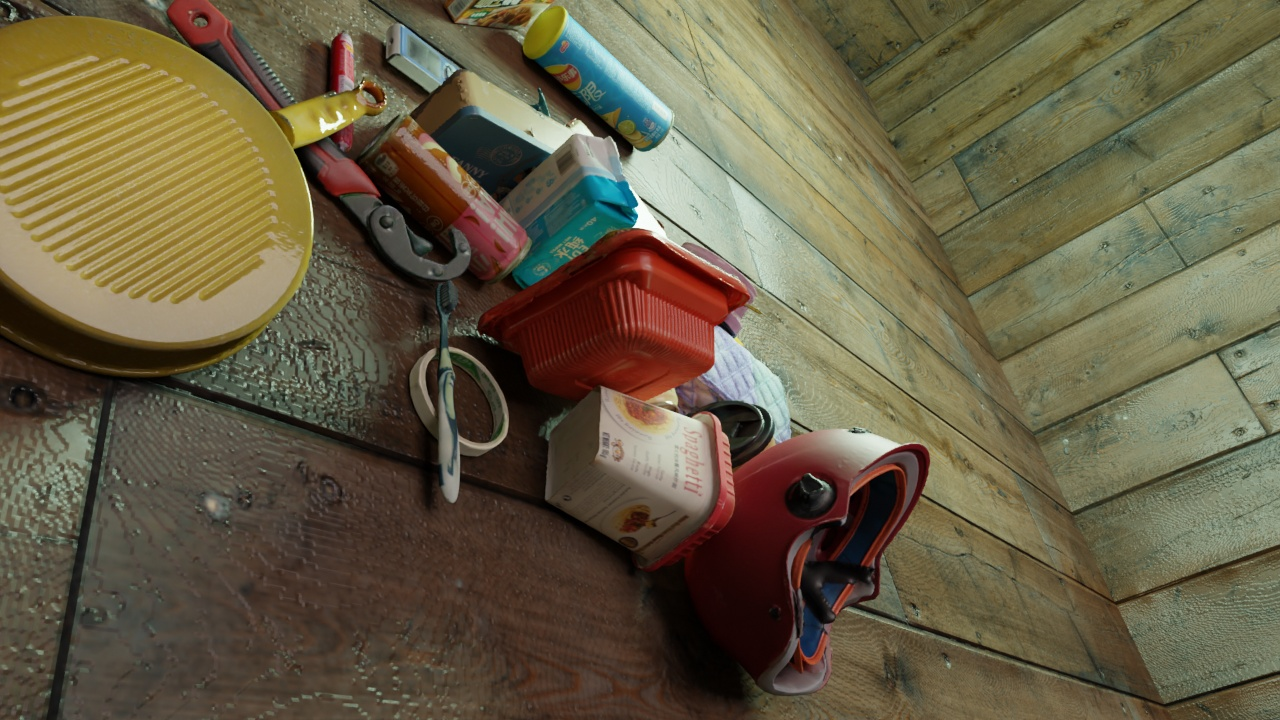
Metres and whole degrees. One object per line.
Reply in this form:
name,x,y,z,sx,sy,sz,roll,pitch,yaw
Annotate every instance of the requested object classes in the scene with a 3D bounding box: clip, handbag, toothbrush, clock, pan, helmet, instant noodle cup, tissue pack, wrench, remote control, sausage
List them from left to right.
pan,-0.253,-0.126,0.565,0.198,0.078,0.356,55,40,-15
wrench,-0.236,-0.157,0.682,0.273,0.016,0.056,45,67,-17
sausage,-0.244,-0.220,0.750,0.020,0.020,0.155,29,39,-43
remote control,-0.191,-0.270,0.885,0.125,0.024,0.049,32,37,-43
toothbrush,-0.136,0.016,0.652,0.016,0.018,0.191,30,38,-42
clip,-0.115,-0.283,1.030,0.054,0.033,0.013,37,31,-65
tissue pack,-0.066,-0.129,0.823,0.063,0.140,0.090,23,39,-47
instant noodle cup,-0.020,-0.020,0.737,0.164,0.189,0.079,20,53,-47
instant noodle cup,-0.004,0.089,0.738,0.124,0.117,0.116,28,38,-24
clock,0.065,-0.084,1.041,0.117,0.059,0.158,37,-5,-26
handbag,0.077,0.021,0.973,0.194,0.076,0.134,40,32,-34
helmet,0.129,0.151,0.786,0.144,0.239,0.207,27,-15,32

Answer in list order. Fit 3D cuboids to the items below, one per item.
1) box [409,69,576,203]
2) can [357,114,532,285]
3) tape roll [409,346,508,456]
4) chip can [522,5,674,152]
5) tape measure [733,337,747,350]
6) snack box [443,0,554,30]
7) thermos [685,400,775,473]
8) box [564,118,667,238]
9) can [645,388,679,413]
box,-0.131,-0.194,0.838,0.184,0.090,0.059,13,52,-51
can,-0.159,-0.131,0.755,0.147,0.058,0.057,44,30,-24
tape roll,-0.133,0.030,0.680,0.086,0.014,0.085,39,32,-32
chip can,-0.049,-0.349,1.153,0.210,0.071,0.071,32,37,-41
tape measure,0.113,-0.006,1.109,0.057,0.029,0.060,29,39,-43
snack box,-0.152,-0.412,1.041,0.026,0.075,0.153,57,27,-1
thermos,0.100,0.111,0.888,0.092,0.093,0.143,-75,145,-55
box,-0.041,-0.171,0.975,0.168,0.076,0.091,51,29,-14
can,-0.005,0.005,0.869,0.058,0.059,0.116,20,46,-50
